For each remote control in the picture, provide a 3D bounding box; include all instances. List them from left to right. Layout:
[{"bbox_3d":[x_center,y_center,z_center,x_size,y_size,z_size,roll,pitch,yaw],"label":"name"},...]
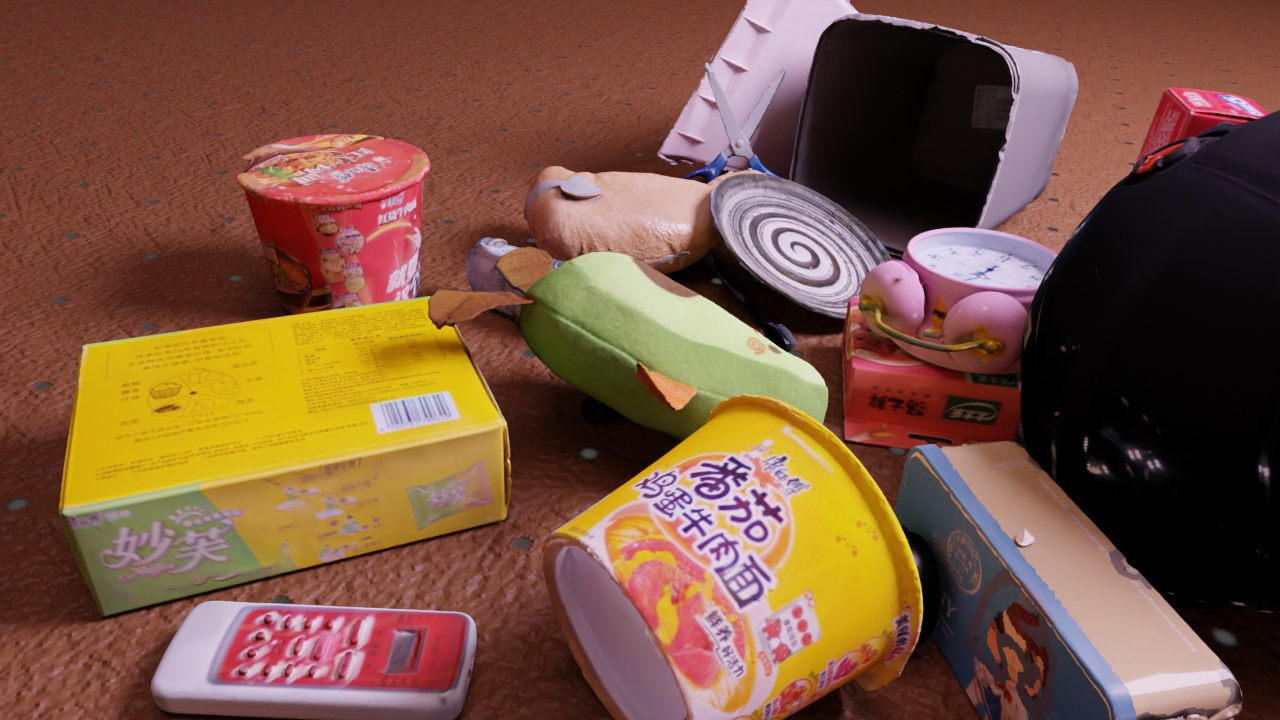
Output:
[{"bbox_3d":[-0.144,0.135,0.414,0.136,0.020,0.055,3,33,-1],"label":"remote control"}]

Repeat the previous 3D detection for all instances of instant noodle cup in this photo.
[{"bbox_3d":[-0.226,-0.100,0.701,0.138,0.109,0.137,2,32,-1],"label":"instant noodle cup"},{"bbox_3d":[0.031,0.098,0.393,0.109,0.138,0.138,-26,42,-27],"label":"instant noodle cup"}]

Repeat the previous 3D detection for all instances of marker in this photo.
[{"bbox_3d":[-0.004,0.004,0.638,0.022,0.020,0.131,37,38,4],"label":"marker"}]

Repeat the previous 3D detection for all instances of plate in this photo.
[{"bbox_3d":[0.135,-0.092,0.764,0.179,0.024,0.179,16,42,-15],"label":"plate"}]

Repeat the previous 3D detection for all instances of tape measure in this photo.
[{"bbox_3d":[0.121,0.110,0.444,0.039,0.057,0.057,2,24,-4],"label":"tape measure"}]

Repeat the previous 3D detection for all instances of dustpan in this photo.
[{"bbox_3d":[0.129,-0.299,0.949,0.273,0.223,0.138,12,32,-42],"label":"dustpan"}]

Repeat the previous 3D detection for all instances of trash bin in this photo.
[{"bbox_3d":[0.292,-0.222,0.880,0.199,0.199,0.219,29,34,35],"label":"trash bin"}]

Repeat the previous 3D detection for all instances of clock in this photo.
[{"bbox_3d":[0.211,-0.037,0.600,0.117,0.060,0.158,27,40,36],"label":"clock"}]

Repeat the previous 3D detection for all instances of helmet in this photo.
[{"bbox_3d":[0.315,0.000,0.473,0.231,0.233,0.273,-27,21,28],"label":"helmet"}]

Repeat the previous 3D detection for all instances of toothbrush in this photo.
[{"bbox_3d":[0.082,-0.057,0.751,0.016,0.014,0.189,-1,31,-21],"label":"toothbrush"}]

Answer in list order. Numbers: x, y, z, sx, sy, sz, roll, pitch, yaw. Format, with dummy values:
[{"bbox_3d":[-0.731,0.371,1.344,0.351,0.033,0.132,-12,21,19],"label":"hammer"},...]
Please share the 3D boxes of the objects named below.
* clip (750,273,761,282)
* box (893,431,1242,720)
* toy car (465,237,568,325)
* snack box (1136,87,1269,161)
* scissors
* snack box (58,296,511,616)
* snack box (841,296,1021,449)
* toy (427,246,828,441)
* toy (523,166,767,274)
[{"bbox_3d":[0.123,-0.071,0.778,0.055,0.013,0.038,19,35,22],"label":"clip"},{"bbox_3d":[0.175,0.111,0.420,0.059,0.090,0.184,-6,31,-13],"label":"box"},{"bbox_3d":[-0.085,-0.054,0.693,0.121,0.054,0.036,22,35,28],"label":"toy car"},{"bbox_3d":[0.346,-0.071,0.615,0.057,0.208,0.058,10,34,6],"label":"snack box"},{"bbox_3d":[0.090,-0.187,0.852,0.162,0.176,0.012,-36,16,13],"label":"scissors"},{"bbox_3d":[-0.195,0.040,0.515,0.209,0.070,0.157,-11,35,-21],"label":"snack box"},{"bbox_3d":[0.197,0.009,0.625,0.113,0.044,0.126,8,32,7],"label":"snack box"},{"bbox_3d":[0.006,-0.007,0.557,0.247,0.090,0.226,26,15,0],"label":"toy"},{"bbox_3d":[0.013,-0.125,0.793,0.225,0.083,0.143,-4,46,-17],"label":"toy"}]
